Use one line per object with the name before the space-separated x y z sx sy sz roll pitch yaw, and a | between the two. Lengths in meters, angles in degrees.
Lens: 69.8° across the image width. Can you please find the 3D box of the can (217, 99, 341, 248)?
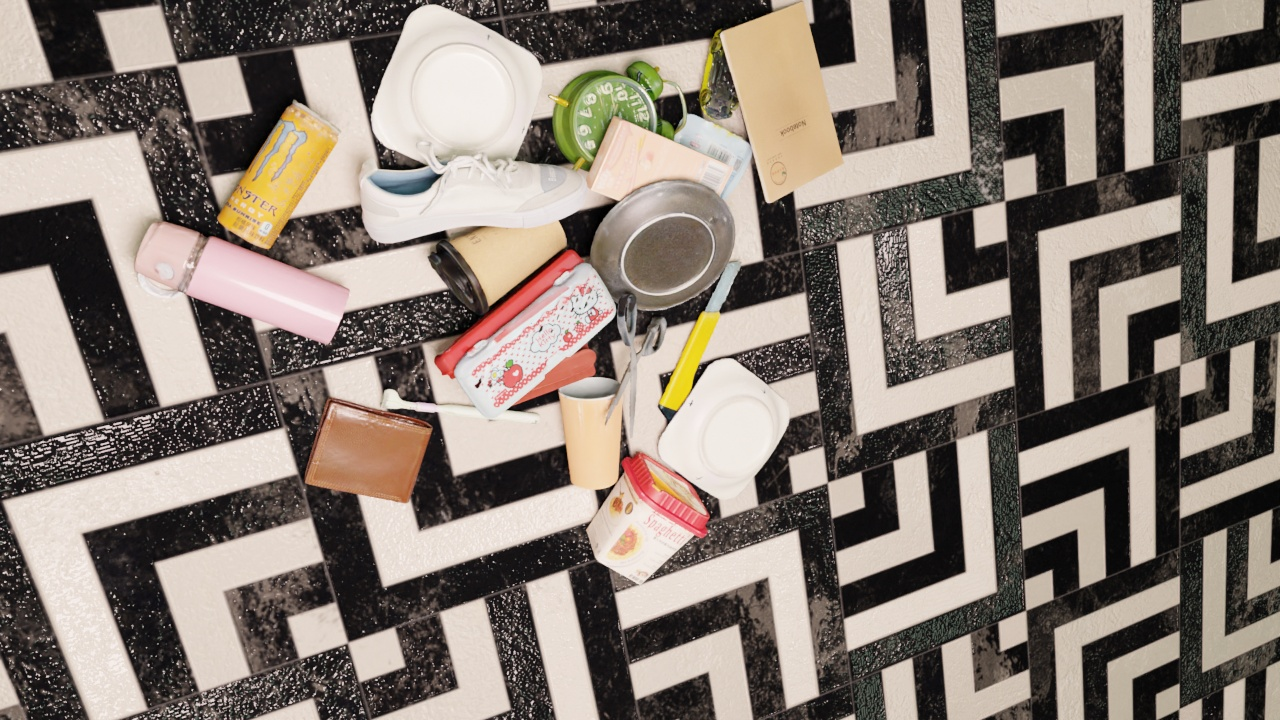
can | -0.368 -0.188 0.936 0.058 0.058 0.146 32 89 -24

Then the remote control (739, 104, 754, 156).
remote control | 0.154 -0.285 1.132 0.053 0.024 0.136 -26 110 -15

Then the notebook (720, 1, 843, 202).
notebook | 0.177 -0.315 1.120 0.147 0.008 0.208 -31 112 -31

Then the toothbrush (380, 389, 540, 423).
toothbrush | -0.207 0.057 1.077 0.189 0.020 0.029 9 129 -24

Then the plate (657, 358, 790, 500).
plate | 0.119 0.096 1.196 0.164 0.034 0.163 35 88 -30

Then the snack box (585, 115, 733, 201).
snack box | 0.022 -0.209 1.040 0.157 0.026 0.085 16 110 -30

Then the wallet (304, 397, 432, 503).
wallet | -0.309 0.105 1.043 0.124 0.032 0.101 17 99 -23

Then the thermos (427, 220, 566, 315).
thermos | -0.157 -0.117 1.021 0.143 0.093 0.093 -35 112 -18

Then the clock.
clock | -0.022 -0.276 1.049 0.161 0.056 0.116 -20 110 -16

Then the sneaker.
sneaker | -0.178 -0.191 0.975 0.242 0.089 0.091 -10 136 -10

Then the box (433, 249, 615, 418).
box | -0.123 -0.027 1.028 0.201 0.095 0.100 -42 101 -18

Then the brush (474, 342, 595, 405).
brush | -0.126 0.013 1.069 0.145 0.069 0.063 -21 108 -15

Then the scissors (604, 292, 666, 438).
scissors | -0.008 0.003 1.093 0.159 0.014 0.181 -33 124 -54

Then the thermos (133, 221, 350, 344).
thermos | -0.411 -0.073 0.947 0.198 0.067 0.087 20 124 -24

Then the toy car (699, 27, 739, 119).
toy car | 0.096 -0.340 1.091 0.048 0.032 0.105 6 100 -31

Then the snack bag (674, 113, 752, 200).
snack bag | 0.061 -0.190 1.111 0.110 0.039 0.191 19 97 -31

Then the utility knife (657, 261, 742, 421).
utility knife | 0.076 -0.026 1.166 0.033 0.015 0.223 22 95 -29

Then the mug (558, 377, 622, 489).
mug | -0.059 0.090 1.114 0.078 0.078 0.123 -7 110 -19

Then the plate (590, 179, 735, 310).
plate | 0.030 -0.126 1.068 0.179 0.024 0.180 -10 131 -12

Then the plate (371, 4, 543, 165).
plate | -0.194 -0.285 0.994 0.164 0.034 0.163 20 95 -24

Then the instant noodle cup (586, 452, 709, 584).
instant noodle cup | 0.004 0.201 1.146 0.116 0.116 0.124 34 100 -24
